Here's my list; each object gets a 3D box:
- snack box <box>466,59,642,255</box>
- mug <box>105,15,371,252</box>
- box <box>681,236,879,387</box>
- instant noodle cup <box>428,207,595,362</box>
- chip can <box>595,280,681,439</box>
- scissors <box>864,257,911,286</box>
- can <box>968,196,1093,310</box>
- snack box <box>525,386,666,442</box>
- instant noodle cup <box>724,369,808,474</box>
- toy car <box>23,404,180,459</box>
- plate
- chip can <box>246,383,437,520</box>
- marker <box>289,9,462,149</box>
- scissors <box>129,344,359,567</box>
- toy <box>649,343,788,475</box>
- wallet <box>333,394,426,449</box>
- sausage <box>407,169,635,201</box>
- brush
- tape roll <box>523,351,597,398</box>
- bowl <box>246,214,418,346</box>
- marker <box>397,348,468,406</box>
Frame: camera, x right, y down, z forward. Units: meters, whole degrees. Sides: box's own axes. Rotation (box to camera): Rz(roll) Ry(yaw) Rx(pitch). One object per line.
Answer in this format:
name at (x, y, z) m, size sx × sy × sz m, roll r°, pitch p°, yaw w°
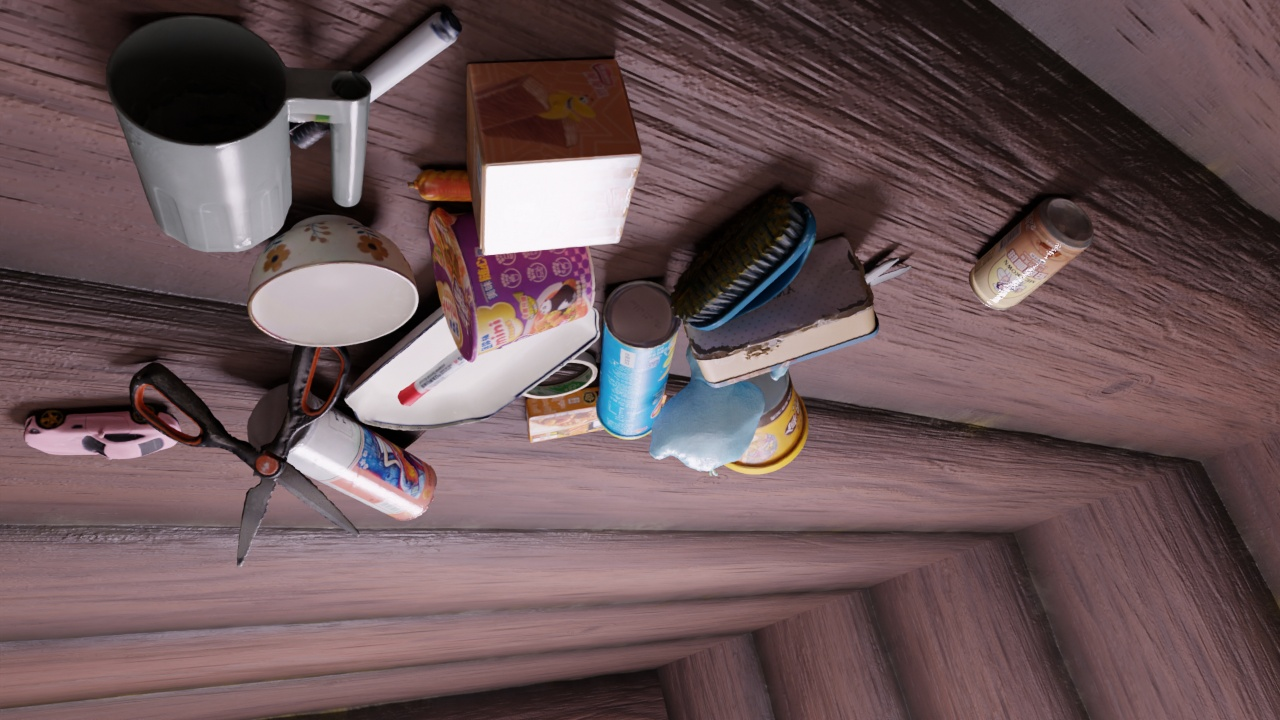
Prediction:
snack box at (-0.058, -0.127, 0.578) m, size 0.094 × 0.077 × 0.093 m, roll -7°, pitch 154°, yaw -14°
mug at (-0.214, -0.119, 0.505) m, size 0.123 × 0.083 × 0.104 m, roll -2°, pitch 155°, yaw -20°
box at (0.130, -0.046, 0.835) m, size 0.184 × 0.089 × 0.062 m, roll -16°, pitch 149°, yaw 6°
instant noodle cup at (-0.092, -0.063, 0.671) m, size 0.099 × 0.111 × 0.112 m, roll -13°, pitch 156°, yaw -19°
chip can at (-0.005, 0.005, 0.894) m, size 0.071 × 0.071 × 0.211 m, roll -10°, pitch 154°, yaw -9°
scissors at (0.179, -0.060, 0.914) m, size 0.171 × 0.019 × 0.177 m, roll 3°, pitch 152°, yaw -31°
can at (0.373, -0.101, 0.881) m, size 0.058 × 0.058 × 0.117 m, roll -4°, pitch 153°, yaw -21°
snack box at (-0.051, 0.055, 1.027) m, size 0.153 × 0.026 × 0.075 m, roll -10°, pitch 155°, yaw -10°
instant noodle cup at (0.121, 0.048, 1.008) m, size 0.118 × 0.118 × 0.114 m, roll -16°, pitch 147°, yaw 5°
toy car at (-0.478, 0.067, 0.818) m, size 0.122 × 0.037 × 0.056 m, roll -2°, pitch 151°, yaw -23°
plate at (-0.156, -0.005, 0.835) m, size 0.161 × 0.034 × 0.267 m, roll 11°, pitch 145°, yaw -44°
chip can at (-0.284, 0.097, 0.902) m, size 0.071 × 0.071 × 0.215 m, roll -19°, pitch 150°, yaw 11°
marker at (-0.156, -0.160, 0.527) m, size 0.131 × 0.018 × 0.022 m, roll -26°, pitch 161°, yaw 26°
scissors at (-0.324, 0.069, 0.776) m, size 0.221 × 0.021 × 0.234 m, roll 26°, pitch 100°, yaw -12°
toy at (0.078, 0.041, 0.912) m, size 0.161 × 0.156 × 0.050 m, roll -17°, pitch -166°, yaw -7°
wallet at (-0.289, 0.072, 0.947) m, size 0.097 × 0.020 × 0.122 m, roll -34°, pitch 148°, yaw 27°
sausage at (-0.080, -0.121, 0.644) m, size 0.165 × 0.021 × 0.022 m, roll -3°, pitch 153°, yaw -23°
brush at (0.093, -0.077, 0.772) m, size 0.073 × 0.055 × 0.144 m, roll 20°, pitch 128°, yaw -40°
tape roll at (-0.087, 0.014, 0.936) m, size 0.086 × 0.014 × 0.086 m, roll -11°, pitch 155°, yaw -5°
bowl at (-0.218, -0.063, 0.648) m, size 0.113 × 0.062 × 0.114 m, roll -11°, pitch 157°, yaw -5°
marker at (-0.161, 0.003, 0.784) m, size 0.146 × 0.017 × 0.017 m, roll -33°, pitch 150°, yaw 34°
